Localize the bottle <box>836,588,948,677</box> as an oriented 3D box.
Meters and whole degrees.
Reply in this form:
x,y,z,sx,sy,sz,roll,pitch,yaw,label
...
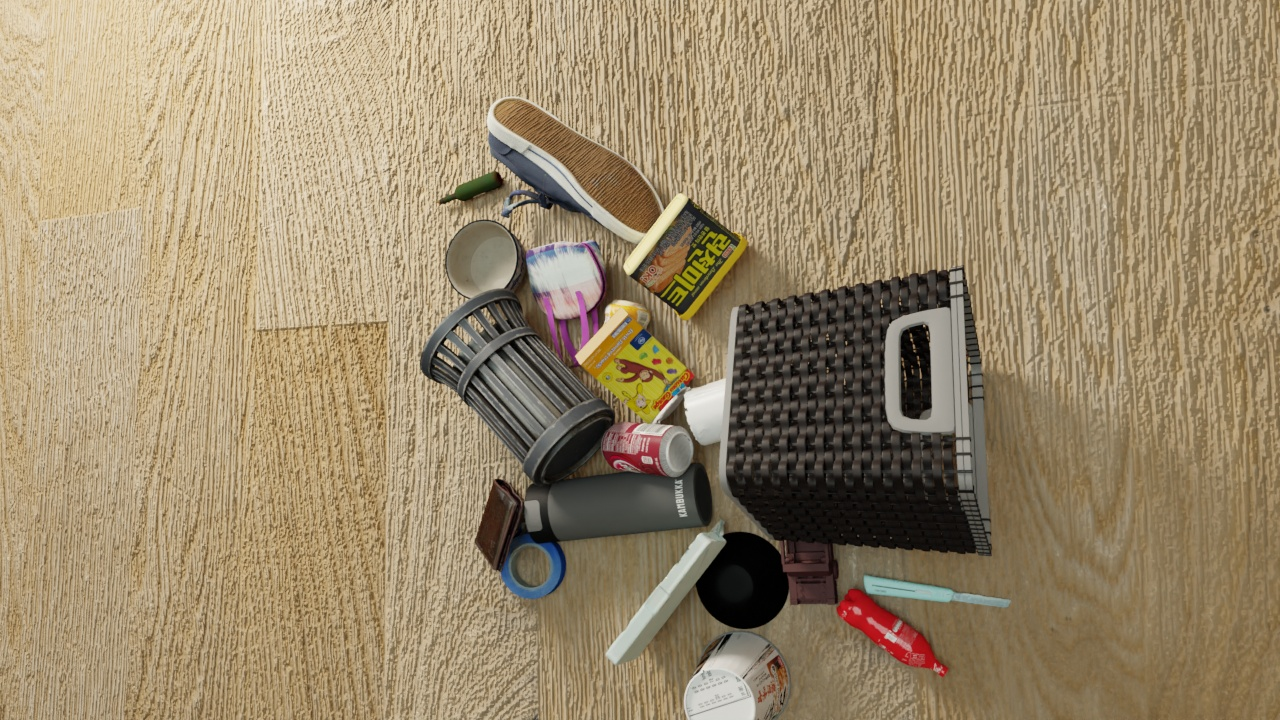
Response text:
x,y,z,sx,sy,sz,roll,pitch,yaw,label
0.303,0.329,1.099,0.141,0.042,0.042,34,97,18,bottle

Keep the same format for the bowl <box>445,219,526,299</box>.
x,y,z,sx,sy,sz,roll,pitch,yaw,label
-0.214,-0.139,1.313,0.116,0.059,0.115,-2,85,20,bowl

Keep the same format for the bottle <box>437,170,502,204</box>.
x,y,z,sx,sy,sz,roll,pitch,yaw,label
-0.253,-0.251,1.354,0.106,0.025,0.025,-18,80,17,bottle

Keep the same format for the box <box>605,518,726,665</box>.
x,y,z,sx,sy,sz,roll,pitch,yaw,label
0.040,0.289,1.147,0.043,0.136,0.197,39,99,14,box

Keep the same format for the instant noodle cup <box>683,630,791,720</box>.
x,y,z,sx,sy,sz,roll,pitch,yaw,label
0.111,0.404,1.119,0.124,0.121,0.123,-2,85,19,instant noodle cup

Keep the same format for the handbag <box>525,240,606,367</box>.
x,y,z,sx,sy,sz,roll,pitch,yaw,label
-0.097,-0.076,1.263,0.145,0.067,0.170,-6,93,44,handbag

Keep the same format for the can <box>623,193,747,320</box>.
x,y,z,sx,sy,sz,roll,pitch,yaw,label
0.056,-0.135,1.187,0.101,0.072,0.131,36,99,-15,can

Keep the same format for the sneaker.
x,y,z,sx,sy,sz,roll,pitch,yaw,label
-0.099,-0.235,1.276,0.294,0.127,0.120,36,55,11,sneaker

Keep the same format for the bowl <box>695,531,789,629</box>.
x,y,z,sx,sy,sz,roll,pitch,yaw,label
0.122,0.282,1.162,0.124,0.052,0.124,-2,85,20,bowl

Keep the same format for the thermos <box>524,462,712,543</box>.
x,y,z,sx,sy,sz,roll,pitch,yaw,label
-0.032,0.189,1.209,0.241,0.082,0.082,-10,82,19,thermos

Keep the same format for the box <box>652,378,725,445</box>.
x,y,z,sx,sy,sz,roll,pitch,yaw,label
0.087,0.063,1.180,0.161,0.081,0.092,-20,102,18,box

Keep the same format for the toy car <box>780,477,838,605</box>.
x,y,z,sx,sy,sz,roll,pitch,yaw,label
0.205,0.217,1.132,0.070,0.061,0.169,-6,84,19,toy car

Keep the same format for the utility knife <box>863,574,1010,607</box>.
x,y,z,sx,sy,sz,roll,pitch,yaw,label
0.354,0.280,1.102,0.169,0.015,0.022,4,86,17,utility knife

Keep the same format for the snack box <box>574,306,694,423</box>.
x,y,z,sx,sy,sz,roll,pitch,yaw,label
-0.007,0.007,1.194,0.126,0.040,0.088,42,93,-22,snack box

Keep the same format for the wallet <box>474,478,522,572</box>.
x,y,z,sx,sy,sz,roll,pitch,yaw,label
-0.196,0.223,1.257,0.031,0.120,0.099,17,93,-24,wallet

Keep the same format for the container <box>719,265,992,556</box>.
x,y,z,sx,sy,sz,roll,pitch,yaw,label
0.243,0.067,1.011,0.244,0.245,0.246,-5,62,23,container

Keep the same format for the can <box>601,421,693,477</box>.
x,y,z,sx,sy,sz,roll,pitch,yaw,label
0.008,0.112,1.164,0.114,0.063,0.063,1,85,43,can

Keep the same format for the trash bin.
x,y,z,sx,sy,sz,roll,pitch,yaw,label
-0.156,0.041,1.217,0.227,0.164,0.164,45,100,19,trash bin

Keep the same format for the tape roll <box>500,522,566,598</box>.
x,y,z,sx,sy,sz,roll,pitch,yaw,label
-0.150,0.285,1.278,0.093,0.016,0.091,32,97,19,tape roll

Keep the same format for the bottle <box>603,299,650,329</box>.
x,y,z,sx,sy,sz,roll,pitch,yaw,label
-0.024,-0.025,1.235,0.063,0.063,0.109,11,90,20,bottle
